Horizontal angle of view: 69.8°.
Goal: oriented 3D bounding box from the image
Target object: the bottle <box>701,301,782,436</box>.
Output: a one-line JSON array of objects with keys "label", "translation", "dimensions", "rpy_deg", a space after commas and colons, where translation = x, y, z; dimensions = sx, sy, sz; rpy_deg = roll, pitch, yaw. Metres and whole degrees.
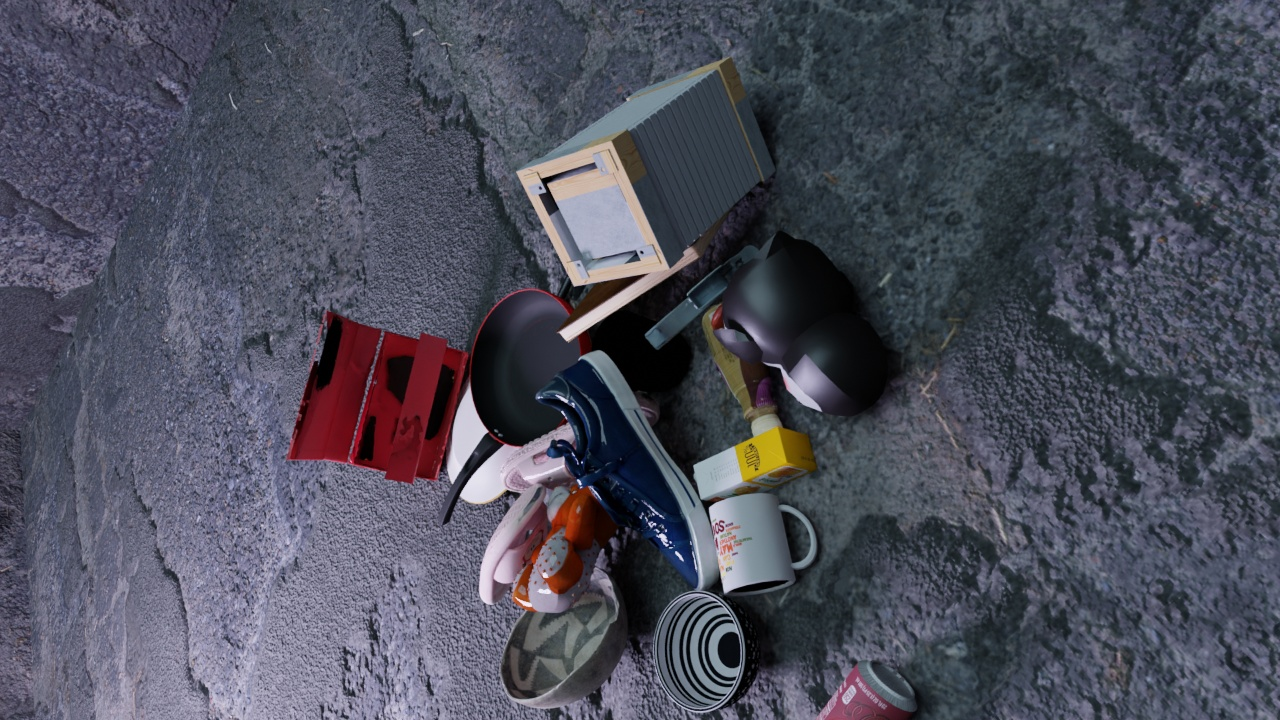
[{"label": "bottle", "translation": [0.118, 0.013, 1.021], "dimensions": [0.060, 0.059, 0.166], "rpy_deg": [-36, 56, 30]}]

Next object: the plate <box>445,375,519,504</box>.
[{"label": "plate", "translation": [-0.225, 0.092, 1.334], "dimensions": [0.230, 0.021, 0.229], "rpy_deg": [-21, 60, 42]}]

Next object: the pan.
[{"label": "pan", "translation": [-0.179, 0.074, 1.236], "dimensions": [0.209, 0.067, 0.357], "rpy_deg": [38, 109, 36]}]

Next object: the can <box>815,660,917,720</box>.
[{"label": "can", "translation": [0.199, 0.336, 0.845], "dimensions": [0.063, 0.063, 0.114], "rpy_deg": [44, 108, 42]}]

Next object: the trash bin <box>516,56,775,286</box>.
[{"label": "trash bin", "translation": [0.014, -0.214, 1.036], "dimensions": [0.143, 0.142, 0.246], "rpy_deg": [-5, 30, 42]}]

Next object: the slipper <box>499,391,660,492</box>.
[{"label": "slipper", "translation": [-0.072, 0.121, 1.148], "dimensions": [0.240, 0.094, 0.064], "rpy_deg": [-33, 53, 26]}]

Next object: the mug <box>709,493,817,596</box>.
[{"label": "mug", "translation": [0.130, 0.190, 0.956], "dimensions": [0.105, 0.073, 0.089], "rpy_deg": [-15, 65, 12]}]

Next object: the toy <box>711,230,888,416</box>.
[{"label": "toy", "translation": [0.175, -0.030, 0.926], "dimensions": [0.184, 0.158, 0.140], "rpy_deg": [54, 158, 27]}]

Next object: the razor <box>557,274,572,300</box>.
[{"label": "razor", "translation": [-0.108, -0.093, 1.292], "dimensions": [0.043, 0.022, 0.144], "rpy_deg": [44, 108, 43]}]

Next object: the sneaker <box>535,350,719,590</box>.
[{"label": "sneaker", "translation": [-0.024, 0.137, 1.011], "dimensions": [0.294, 0.127, 0.121], "rpy_deg": [57, 158, 7]}]

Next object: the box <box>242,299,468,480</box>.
[{"label": "box", "translation": [-0.414, 0.051, 1.336], "dimensions": [0.121, 0.318, 0.211], "rpy_deg": [9, 83, 45]}]

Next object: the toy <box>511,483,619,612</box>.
[{"label": "toy", "translation": [-0.082, 0.207, 1.080], "dimensions": [0.172, 0.093, 0.164], "rpy_deg": [-58, 0, -38]}]

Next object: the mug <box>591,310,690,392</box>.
[{"label": "mug", "translation": [-0.007, 0.006, 1.116], "dimensions": [0.122, 0.094, 0.085], "rpy_deg": [-56, 47, 16]}]

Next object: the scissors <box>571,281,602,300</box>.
[{"label": "scissors", "translation": [-0.061, -0.132, 1.218], "dimensions": [0.148, 0.019, 0.123], "rpy_deg": [-54, 26, -14]}]

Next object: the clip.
[{"label": "clip", "translation": [0.086, -0.086, 1.004], "dimensions": [0.173, 0.030, 0.159], "rpy_deg": [-42, 1, -21]}]

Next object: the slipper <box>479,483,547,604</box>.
[{"label": "slipper", "translation": [-0.160, 0.242, 1.164], "dimensions": [0.056, 0.106, 0.222], "rpy_deg": [30, 134, 7]}]

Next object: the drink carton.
[{"label": "drink carton", "translation": [0.120, 0.116, 0.989], "dimensions": [0.123, 0.058, 0.040], "rpy_deg": [-30, 59, 34]}]

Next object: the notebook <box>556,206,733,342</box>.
[{"label": "notebook", "translation": [0.009, -0.114, 1.119], "dimensions": [0.226, 0.024, 0.167], "rpy_deg": [-30, 16, 34]}]

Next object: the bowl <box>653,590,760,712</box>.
[{"label": "bowl", "translation": [0.080, 0.305, 0.965], "dimensions": [0.120, 0.066, 0.120], "rpy_deg": [-15, 68, 40]}]

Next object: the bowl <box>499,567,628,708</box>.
[{"label": "bowl", "translation": [-0.076, 0.336, 1.077], "dimensions": [0.179, 0.081, 0.178], "rpy_deg": [-34, 25, 18]}]
